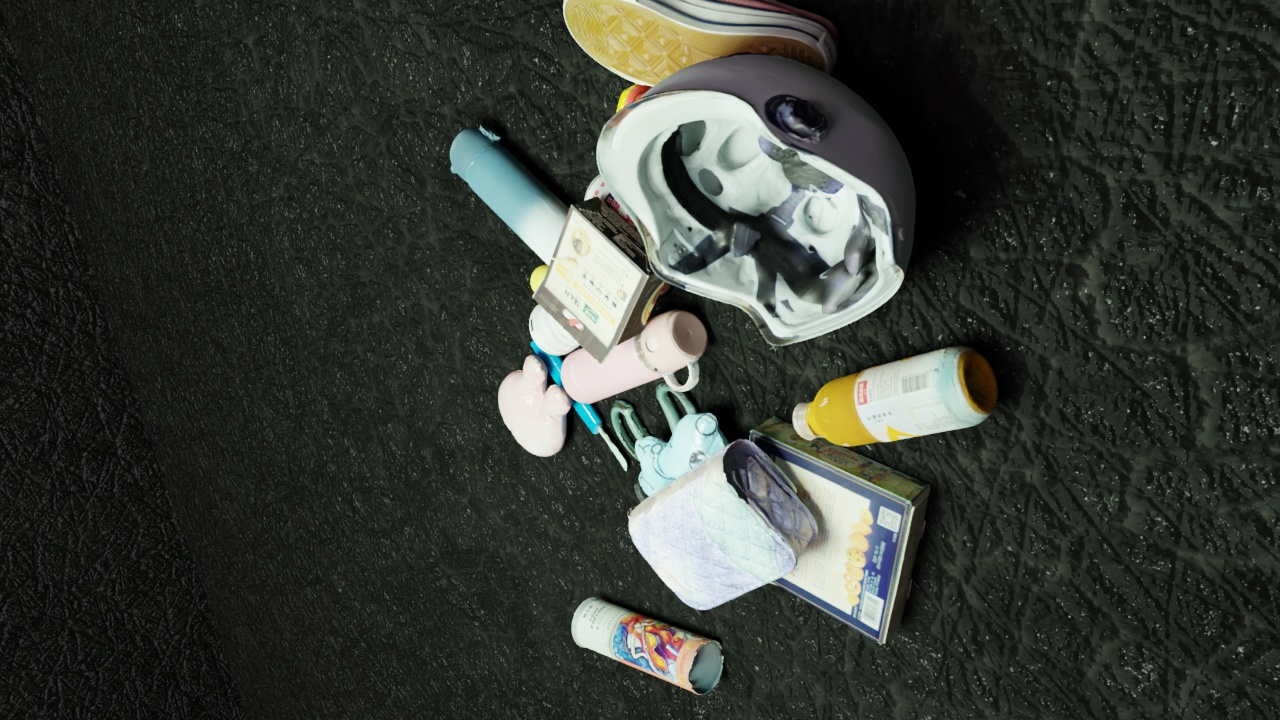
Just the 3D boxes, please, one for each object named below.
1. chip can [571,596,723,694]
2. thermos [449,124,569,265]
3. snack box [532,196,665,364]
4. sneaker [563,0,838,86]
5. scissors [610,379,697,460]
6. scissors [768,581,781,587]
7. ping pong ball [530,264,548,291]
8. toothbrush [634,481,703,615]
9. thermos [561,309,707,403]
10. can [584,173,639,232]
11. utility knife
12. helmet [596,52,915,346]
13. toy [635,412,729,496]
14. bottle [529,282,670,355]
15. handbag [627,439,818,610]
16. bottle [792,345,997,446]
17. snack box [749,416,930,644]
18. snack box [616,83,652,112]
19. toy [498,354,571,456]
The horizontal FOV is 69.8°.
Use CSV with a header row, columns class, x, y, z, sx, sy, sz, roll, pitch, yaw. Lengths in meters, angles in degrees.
class,x,y,z,sx,sy,sz,roll,pitch,yaw
chip can,0.007,0.375,1.213,0.215,0.071,0.071,6,116,43
thermos,-0.135,-0.183,1.051,0.220,0.070,0.070,46,137,18
snack box,-0.041,-0.081,0.936,0.113,0.053,0.126,45,136,18
sneaker,0.055,-0.290,0.783,0.241,0.087,0.118,15,148,17
scissors,0.037,0.092,1.064,0.175,0.019,0.176,48,137,17
scissors,0.129,0.240,1.057,0.150,0.014,0.171,51,138,10
ping pong ball,-0.111,-0.094,1.093,0.040,0.040,0.040,24,127,35
toothbrush,0.036,0.236,1.150,0.018,0.014,0.189,-18,99,59
thermos,-0.006,0.006,1.021,0.199,0.067,0.087,-20,83,48
can,0.005,-0.140,0.940,0.133,0.053,0.053,41,135,22
utility knife,-0.075,0.054,1.157,0.204,0.018,0.034,55,151,6
helmet,0.108,-0.149,0.740,0.258,0.145,0.230,34,151,-2
toy,0.054,0.120,1.017,0.156,0.049,0.162,18,125,36
bottle,-0.046,-0.063,1.028,0.197,0.068,0.068,-23,94,46
handbag,0.082,0.172,0.947,0.134,0.075,0.194,49,137,-1
bottle,0.217,0.038,0.812,0.190,0.067,0.068,-20,97,49
snack box,0.189,0.170,0.932,0.183,0.045,0.178,25,128,35
snack box,0.029,-0.214,0.850,0.080,0.091,0.082,33,132,19
toy,-0.134,0.059,1.190,0.121,0.054,0.160,52,145,10
